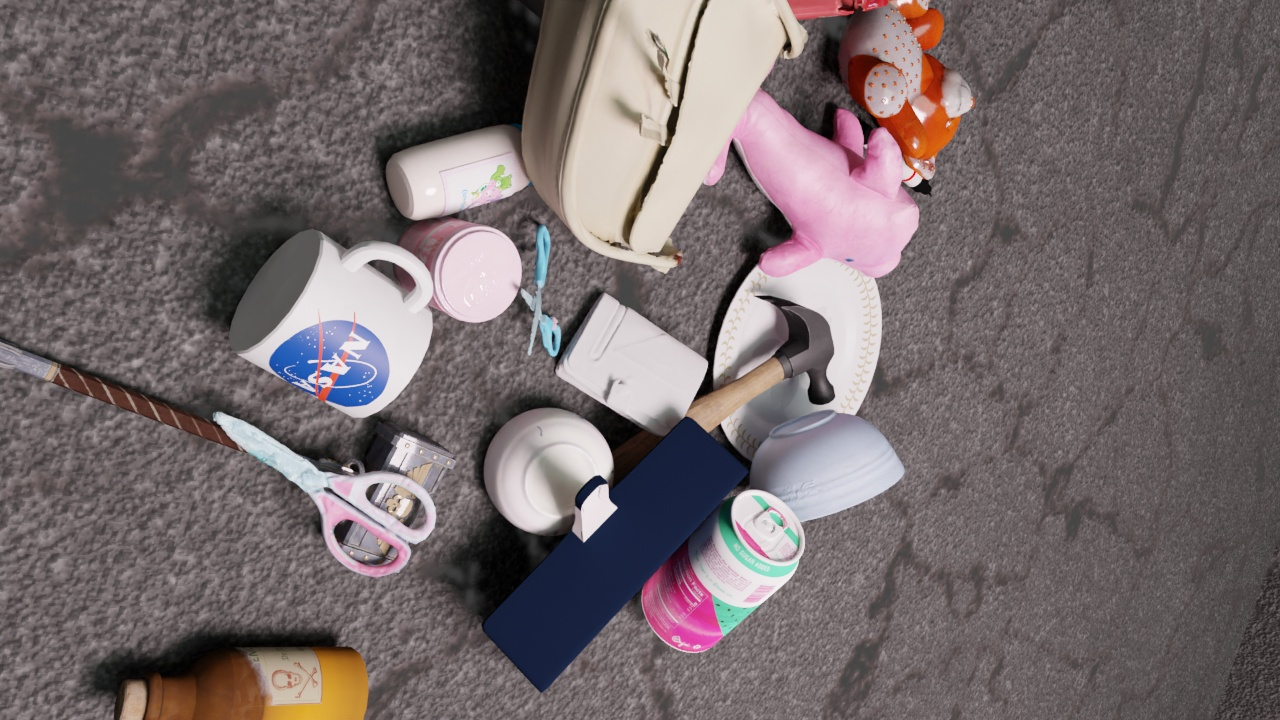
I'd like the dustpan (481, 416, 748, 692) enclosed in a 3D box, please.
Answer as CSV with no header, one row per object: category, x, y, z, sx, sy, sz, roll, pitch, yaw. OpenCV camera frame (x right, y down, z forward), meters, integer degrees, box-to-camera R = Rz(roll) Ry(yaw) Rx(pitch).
dustpan,-0.024,0.150,0.747,0.080,0.274,0.236,44,73,7

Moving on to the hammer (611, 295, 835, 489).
hammer,0.053,0.047,0.838,0.304,0.040,0.132,-30,122,-21

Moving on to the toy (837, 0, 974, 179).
toy,0.260,-0.265,0.883,0.172,0.093,0.163,37,58,-43

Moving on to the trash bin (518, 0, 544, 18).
trash bin,-0.039,-0.337,0.627,0.219,0.098,0.191,28,85,-39

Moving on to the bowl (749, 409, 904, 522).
bowl,0.167,0.093,0.876,0.150,0.151,0.075,-23,94,-31

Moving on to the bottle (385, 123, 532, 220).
bottle,-0.108,-0.142,0.660,0.145,0.051,0.051,-24,117,-31

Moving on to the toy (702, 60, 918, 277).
toy,0.171,-0.167,0.821,0.265,0.128,0.186,35,71,-27

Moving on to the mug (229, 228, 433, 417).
mug,-0.188,-0.031,0.593,0.121,0.091,0.090,-36,131,19

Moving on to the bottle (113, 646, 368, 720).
bottle,-0.274,0.233,0.633,0.156,0.068,0.068,15,94,-40

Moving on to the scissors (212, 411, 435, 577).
scissors,-0.213,0.082,0.617,0.076,0.017,0.174,-50,119,-9

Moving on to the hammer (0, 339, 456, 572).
hammer,-0.277,0.046,0.595,0.321,0.044,0.098,31,84,-37

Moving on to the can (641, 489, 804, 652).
can,0.072,0.193,0.833,0.088,0.088,0.166,-4,144,-37

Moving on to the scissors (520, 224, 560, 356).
scissors,-0.075,-0.054,0.696,0.015,0.136,0.126,-2,81,0

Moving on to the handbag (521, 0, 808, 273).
handbag,0.020,-0.165,0.604,0.183,0.132,0.229,14,119,-40

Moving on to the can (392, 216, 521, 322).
can,-0.130,-0.066,0.649,0.067,0.076,0.067,-12,111,-35

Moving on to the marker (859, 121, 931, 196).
marker,0.268,-0.205,0.957,0.145,0.019,0.019,25,87,-40

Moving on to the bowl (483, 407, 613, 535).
bowl,-0.070,0.092,0.740,0.104,0.054,0.105,-2,95,-21

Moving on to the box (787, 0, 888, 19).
box,0.161,-0.347,0.743,0.158,0.087,0.129,-48,138,-62

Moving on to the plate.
plate,0.161,-0.008,0.935,0.241,0.016,0.243,-12,111,-35

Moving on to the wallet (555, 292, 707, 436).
wallet,-0.005,0.004,0.771,0.116,0.032,0.086,29,78,-13
